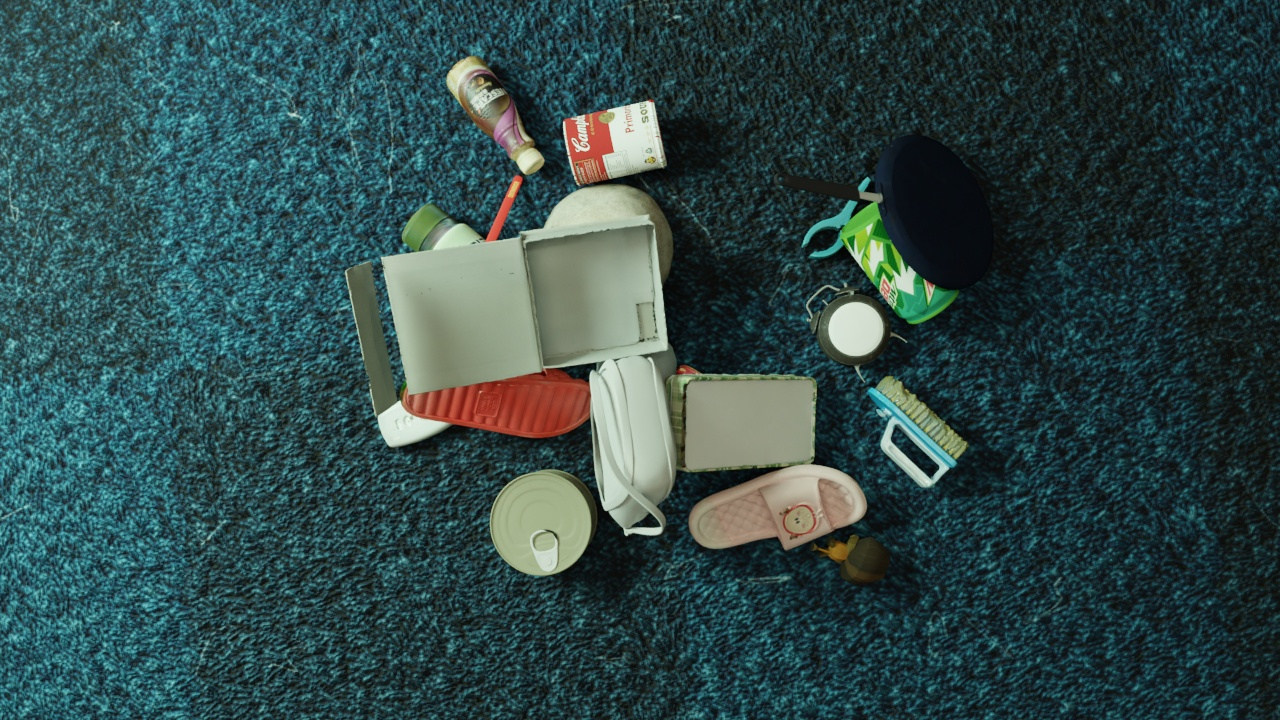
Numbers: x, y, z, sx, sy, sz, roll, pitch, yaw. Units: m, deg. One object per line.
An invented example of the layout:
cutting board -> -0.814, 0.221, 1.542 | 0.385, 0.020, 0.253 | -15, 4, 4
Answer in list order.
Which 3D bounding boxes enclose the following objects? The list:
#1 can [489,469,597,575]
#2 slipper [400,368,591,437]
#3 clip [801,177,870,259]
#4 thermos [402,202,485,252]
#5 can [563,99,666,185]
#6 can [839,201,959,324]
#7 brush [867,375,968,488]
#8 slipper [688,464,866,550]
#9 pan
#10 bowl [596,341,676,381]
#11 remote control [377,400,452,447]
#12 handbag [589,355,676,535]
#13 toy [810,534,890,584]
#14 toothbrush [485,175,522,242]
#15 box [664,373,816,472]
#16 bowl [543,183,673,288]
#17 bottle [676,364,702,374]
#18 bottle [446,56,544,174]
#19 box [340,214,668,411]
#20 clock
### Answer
can -> -0.121, 0.204, 1.172 | 0.128, 0.073, 0.127 | 0, 88, 5
slipper -> -0.177, 0.040, 1.168 | 0.248, 0.059, 0.104 | 5, 128, -15
clip -> 0.257, -0.180, 1.175 | 0.119, 0.027, 0.102 | -34, 83, 3
thermos -> -0.203, -0.113, 1.191 | 0.231, 0.082, 0.082 | 39, 92, 5
can -> -0.031, -0.278, 1.174 | 0.116, 0.086, 0.086 | -11, 87, 5
can -> 0.318, -0.122, 1.124 | 0.083, 0.083, 0.144 | -39, 100, 3
brush -> 0.332, 0.087, 1.143 | 0.136, 0.055, 0.075 | 44, 87, 6
slipper -> 0.167, 0.188, 1.138 | 0.222, 0.055, 0.107 | -14, 121, 12
pan -> 0.293, -0.185, 1.063 | 0.355, 0.021, 0.198 | 3, 73, -32
bowl -> -0.007, 0.007, 1.185 | 0.106, 0.039, 0.106 | 0, 88, 5
remote control -> -0.289, 0.073, 1.215 | 0.114, 0.028, 0.060 | -24, 86, 4
handbag -> -0.029, 0.115, 1.096 | 0.095, 0.223, 0.215 | -2, 68, -17
toy -> 0.258, 0.243, 1.143 | 0.100, 0.062, 0.076 | 20, 126, -8
toothbrush -> -0.186, -0.161, 1.164 | 0.012, 0.018, 0.212 | 21, 58, -7
box -> 0.122, 0.074, 1.112 | 0.205, 0.051, 0.117 | -1, 94, -31
bowl -> -0.048, -0.145, 1.175 | 0.178, 0.081, 0.178 | 0, 88, 7
bottle -> 0.051, 0.070, 1.147 | 0.099, 0.099, 0.111 | 36, 83, 5
bottle -> -0.186, -0.317, 1.203 | 0.059, 0.059, 0.166 | -36, 85, 3
box -> -0.148, -0.064, 1.079 | 0.368, 0.098, 0.166 | -11, 105, -13
clock -> 0.266, -0.042, 1.159 | 0.091, 0.044, 0.123 | -44, 85, 2
